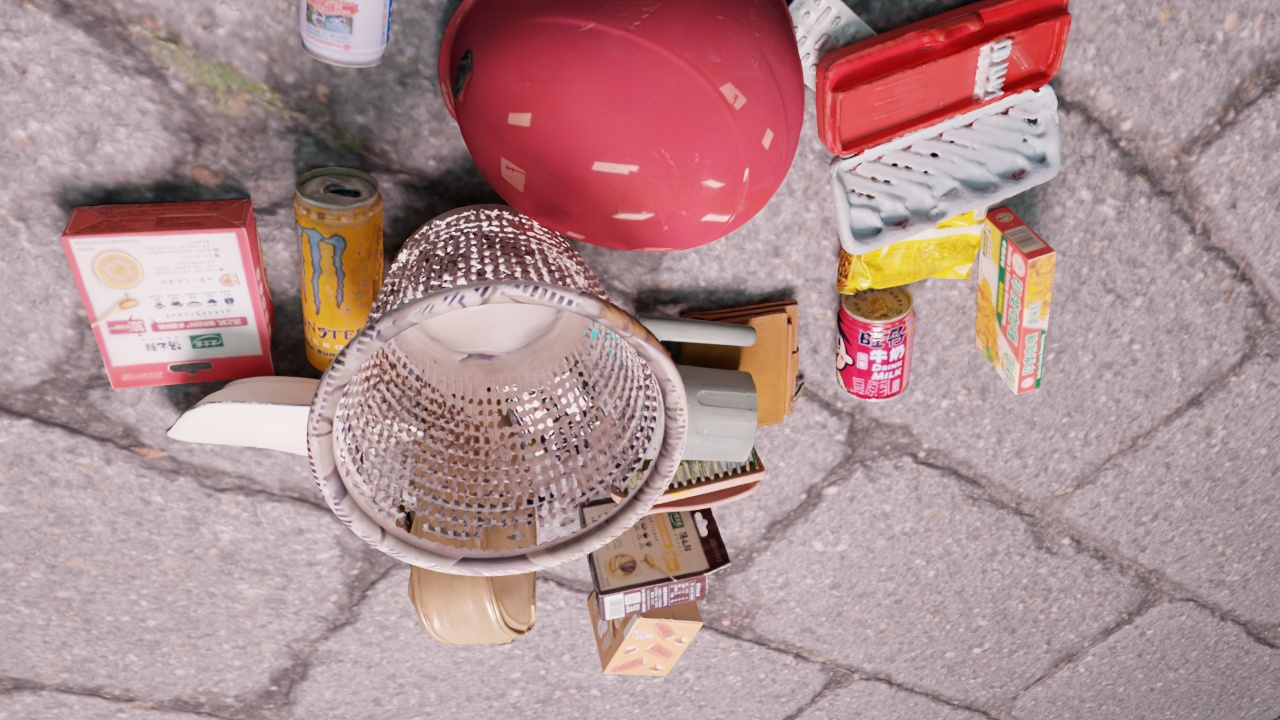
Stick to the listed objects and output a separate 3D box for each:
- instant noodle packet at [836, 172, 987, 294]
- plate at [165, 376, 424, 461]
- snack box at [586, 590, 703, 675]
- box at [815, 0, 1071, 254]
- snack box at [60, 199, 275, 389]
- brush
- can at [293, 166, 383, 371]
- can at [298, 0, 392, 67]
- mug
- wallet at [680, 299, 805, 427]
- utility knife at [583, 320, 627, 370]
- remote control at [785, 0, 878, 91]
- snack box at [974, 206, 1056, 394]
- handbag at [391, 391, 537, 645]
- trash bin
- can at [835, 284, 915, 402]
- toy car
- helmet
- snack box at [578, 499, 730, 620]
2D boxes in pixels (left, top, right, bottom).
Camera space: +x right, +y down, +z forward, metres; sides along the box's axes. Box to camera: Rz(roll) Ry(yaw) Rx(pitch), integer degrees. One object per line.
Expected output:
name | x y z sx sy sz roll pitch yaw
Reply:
instant noodle packet | 0.230 -0.110 0.759 0.128 0.044 0.111 -7 128 -14
plate | -0.266 0.043 0.710 0.164 0.034 0.164 13 158 -37
snack box | 0.003 0.267 0.970 0.077 0.092 0.095 11 124 -24
box | 0.228 -0.179 0.683 0.201 0.050 0.161 -21 124 -10
snack box | -0.325 -0.046 0.650 0.113 0.044 0.127 -5 128 -13
brush | 0.042 0.111 0.873 0.145 0.063 0.073 -15 121 -3
can | -0.215 -0.061 0.660 0.058 0.058 0.146 -1 129 -15
can | -0.168 -0.243 0.528 0.053 0.053 0.135 3 127 -19
mug | 0.041 0.025 0.770 0.103 0.083 0.124 5 105 -9
wallet | 0.096 0.009 0.823 0.119 0.035 0.131 -10 130 -6
utility knife | -0.005 0.005 0.806 0.029 0.013 0.178 -32 134 10
remote control | 0.106 -0.237 0.633 0.150 0.021 0.058 26 117 -33
snack box | 0.330 -0.051 0.815 0.027 0.077 0.156 -17 131 -2
handbag | -0.140 0.133 0.753 0.100 0.204 0.148 -10 144 8
trash bin | -0.098 -0.001 0.623 0.227 0.192 0.228 -6 126 -9
can | 0.208 -0.018 0.813 0.066 0.066 0.094 -13 131 -5
toy car | -0.082 0.022 0.776 0.070 0.042 0.158 -25 118 4
helmet | -0.006 -0.151 0.581 0.240 0.143 0.207 -9 139 -3
snack box | 0.011 0.181 0.888 0.125 0.113 0.053 -8 131 -9
